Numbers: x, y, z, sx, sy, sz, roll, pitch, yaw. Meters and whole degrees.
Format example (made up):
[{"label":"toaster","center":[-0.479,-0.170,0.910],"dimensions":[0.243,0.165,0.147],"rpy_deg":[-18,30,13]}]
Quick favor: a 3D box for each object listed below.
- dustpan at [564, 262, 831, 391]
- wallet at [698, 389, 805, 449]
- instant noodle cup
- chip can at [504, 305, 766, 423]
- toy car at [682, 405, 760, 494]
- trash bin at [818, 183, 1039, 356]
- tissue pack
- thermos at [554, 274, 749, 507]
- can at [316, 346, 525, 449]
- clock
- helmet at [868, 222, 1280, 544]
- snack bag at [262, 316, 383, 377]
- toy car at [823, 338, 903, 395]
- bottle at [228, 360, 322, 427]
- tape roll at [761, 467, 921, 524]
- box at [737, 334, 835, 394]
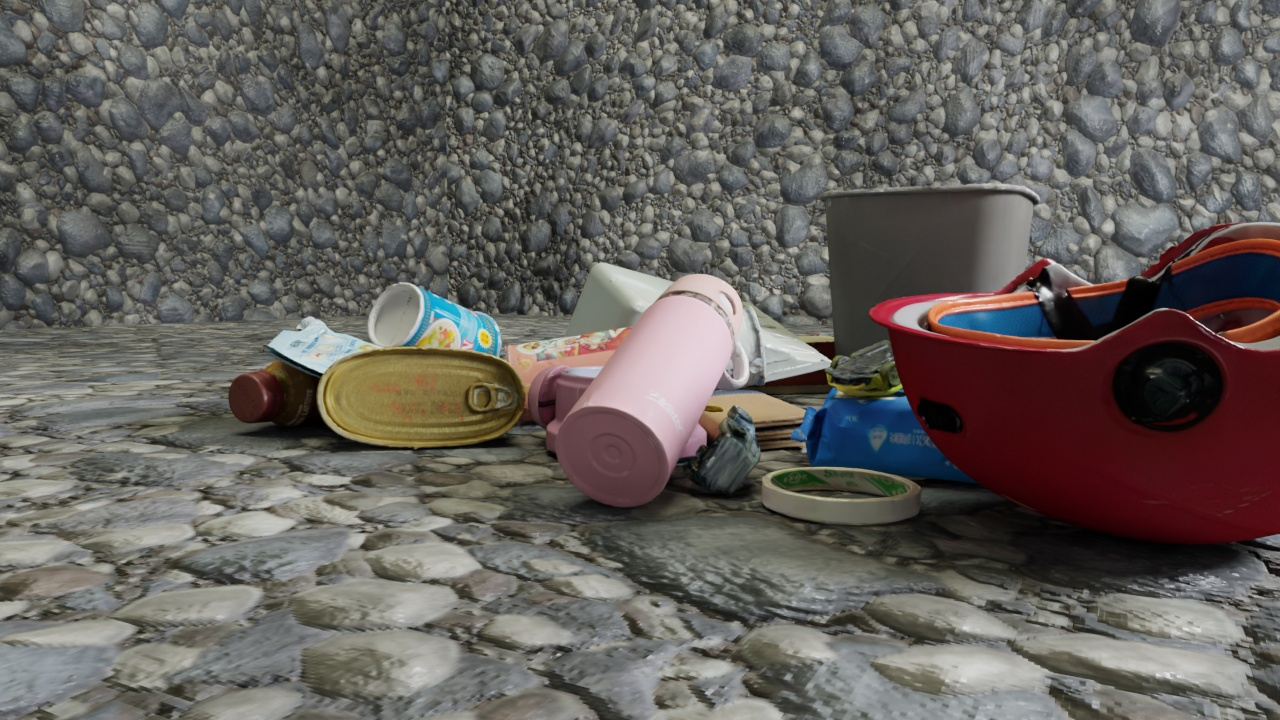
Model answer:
[{"label":"dustpan","center":[0.016,-0.002,0.937],"dimensions":[0.257,0.143,0.222],"rpy_deg":[16,14,-22]},{"label":"wallet","center":[0.081,0.047,0.725],"dimensions":[0.090,0.033,0.115],"rpy_deg":[-4,7,-17]},{"label":"instant noodle cup","center":[-0.212,-0.025,0.923],"dimensions":[0.099,0.099,0.110],"rpy_deg":[4,-17,32]},{"label":"chip can","center":[-0.005,0.005,0.791],"dimensions":[0.214,0.071,0.071],"rpy_deg":[-10,6,-2]},{"label":"toy car","center":[0.054,0.056,0.564],"dimensions":[0.034,0.043,0.090],"rpy_deg":[36,10,5]},{"label":"trash bin","center":[0.296,-0.064,0.945],"dimensions":[0.199,0.220,0.198],"rpy_deg":[3,6,29]},{"label":"tissue pack","center":[0.182,0.048,0.602],"dimensions":[0.157,0.052,0.094],"rpy_deg":[2,7,19]},{"label":"thermos","center":[0.021,0.015,0.568],"dimensions":[0.067,0.087,0.198],"rpy_deg":[-30,13,30]},{"label":"can","center":[-0.162,0.027,0.687],"dimensions":[0.148,0.074,0.049],"rpy_deg":[0,2,-13]},{"label":"clock","center":[-0.019,0.035,0.682],"dimensions":[0.117,0.060,0.159],"rpy_deg":[-1,5,-30]},{"label":"helmet","center":[0.246,0.018,0.458],"dimensions":[0.240,0.144,0.206],"rpy_deg":[-10,9,10]},{"label":"snack bag","center":[-0.205,0.009,0.758],"dimensions":[0.191,0.039,0.110],"rpy_deg":[18,20,-12]},{"label":"toy car","center":[0.167,0.005,0.602],"dimensions":[0.105,0.032,0.048],"rpy_deg":[-18,16,-33]},{"label":"bottle","center":[-0.273,0.024,0.792],"dimensions":[0.057,0.057,0.174],"rpy_deg":[3,6,23]},{"label":"tape roll","center":[0.110,0.074,0.509],"dimensions":[0.086,0.014,0.085],"rpy_deg":[1,5,0]},{"label":"box","center":[0.161,-0.004,1.059],"dimensions":[0.168,0.077,0.091],"rpy_deg":[0,6,-16]}]
